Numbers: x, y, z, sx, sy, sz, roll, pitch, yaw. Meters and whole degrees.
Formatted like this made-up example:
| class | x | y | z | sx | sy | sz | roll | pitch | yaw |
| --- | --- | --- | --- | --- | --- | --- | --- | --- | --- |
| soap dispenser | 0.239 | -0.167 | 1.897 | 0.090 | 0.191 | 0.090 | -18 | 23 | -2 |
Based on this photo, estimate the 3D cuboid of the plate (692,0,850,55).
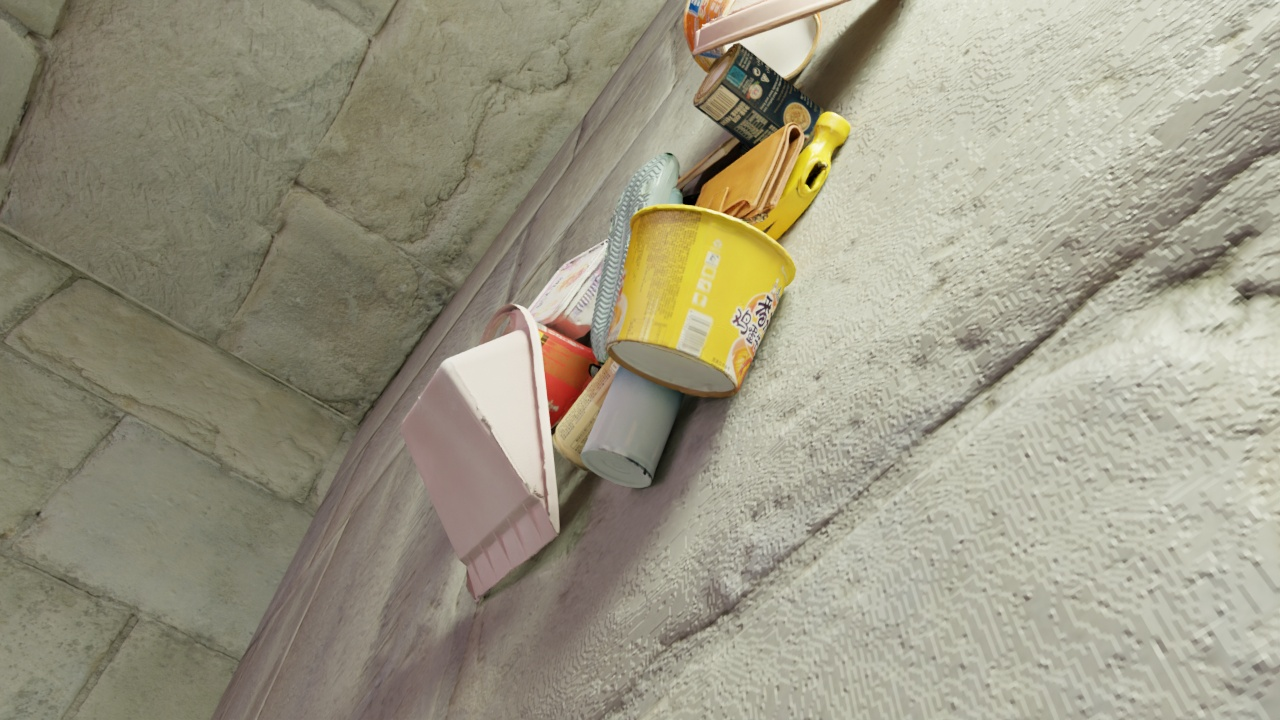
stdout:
| class | x | y | z | sx | sy | sz | roll | pitch | yaw |
| --- | --- | --- | --- | --- | --- | --- | --- | --- | --- |
| plate | 0.158 | -0.354 | 0.909 | 0.229 | 0.028 | 0.229 | -18 | 15 | 5 |

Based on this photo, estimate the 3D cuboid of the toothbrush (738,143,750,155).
| class | x | y | z | sx | sy | sz | roll | pitch | yaw |
| --- | --- | --- | --- | --- | --- | --- | --- | --- | --- |
| toothbrush | 0.077 | -0.186 | 1.065 | 0.192 | 0.018 | 0.016 | -50 | 17 | 20 |

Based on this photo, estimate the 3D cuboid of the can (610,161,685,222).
| class | x | y | z | sx | sy | sz | roll | pitch | yaw |
| --- | --- | --- | --- | --- | --- | --- | --- | --- | --- |
| can | 0.011 | -0.207 | 1.205 | 0.093 | 0.066 | 0.067 | -60 | 17 | -10 |

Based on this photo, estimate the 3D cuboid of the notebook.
| class | x | y | z | sx | sy | sz | roll | pitch | yaw |
| --- | --- | --- | --- | --- | --- | --- | --- | --- | --- |
| notebook | 0.087 | -0.242 | 1.080 | 0.149 | 0.012 | 0.212 | -44 | 9 | -28 |

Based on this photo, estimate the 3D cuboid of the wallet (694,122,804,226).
| class | x | y | z | sx | sy | sz | roll | pitch | yaw |
| --- | --- | --- | --- | --- | --- | --- | --- | --- | --- |
| wallet | 0.085 | -0.142 | 0.828 | 0.131 | 0.035 | 0.118 | -26 | 30 | 56 |

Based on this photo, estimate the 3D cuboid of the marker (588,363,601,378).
| class | x | y | z | sx | sy | sz | roll | pitch | yaw |
| --- | --- | --- | --- | --- | --- | --- | --- | --- | --- |
| marker | -0.039 | 0.016 | 0.964 | 0.124 | 0.015 | 0.018 | -160 | 67 | -75 |

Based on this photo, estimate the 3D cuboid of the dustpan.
| class | x | y | z | sx | sy | sz | roll | pitch | yaw |
| --- | --- | --- | --- | --- | --- | --- | --- | --- | --- |
| dustpan | -0.139 | 0.082 | 0.962 | 0.138 | 0.273 | 0.223 | -22 | -12 | -40 |

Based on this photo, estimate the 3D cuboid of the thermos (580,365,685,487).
| class | x | y | z | sx | sy | sz | roll | pitch | yaw |
| --- | --- | --- | --- | --- | --- | --- | --- | --- | --- |
| thermos | 0.018 | 0.003 | 0.802 | 0.070 | 0.070 | 0.220 | -30 | 32 | 57 |

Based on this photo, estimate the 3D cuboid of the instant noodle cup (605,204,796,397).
| class | x | y | z | sx | sy | sz | roll | pitch | yaw |
| --- | --- | --- | --- | --- | --- | --- | --- | --- | --- |
| instant noodle cup | 0.041 | -0.040 | 0.718 | 0.138 | 0.138 | 0.109 | -17 | 52 | 66 |

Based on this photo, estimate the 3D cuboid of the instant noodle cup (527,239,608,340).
| class | x | y | z | sx | sy | sz | roll | pitch | yaw |
| --- | --- | --- | --- | --- | --- | --- | --- | --- | --- |
| instant noodle cup | -0.089 | -0.077 | 1.210 | 0.137 | 0.060 | 0.174 | -55 | 16 | -22 |

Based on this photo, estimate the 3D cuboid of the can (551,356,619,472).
| class | x | y | z | sx | sy | sz | roll | pitch | yaw |
| --- | --- | --- | --- | --- | --- | --- | --- | --- | --- |
| can | -0.030 | 0.045 | 0.870 | 0.116 | 0.058 | 0.058 | -52 | 17 | 14 |

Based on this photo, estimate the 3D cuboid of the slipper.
| class | x | y | z | sx | sy | sz | roll | pitch | yaw |
| --- | --- | --- | --- | --- | --- | --- | --- | --- | --- |
| slipper | 0.008 | -0.107 | 0.973 | 0.104 | 0.074 | 0.245 | 163 | 122 | -67 |

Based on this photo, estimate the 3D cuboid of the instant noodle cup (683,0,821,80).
| class | x | y | z | sx | sy | sz | roll | pitch | yaw |
| --- | --- | --- | --- | --- | --- | --- | --- | --- | --- |
| instant noodle cup | 0.136 | -0.393 | 1.075 | 0.151 | 0.151 | 0.111 | -52 | 25 | 15 |

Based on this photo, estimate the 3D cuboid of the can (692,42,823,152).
| class | x | y | z | sx | sy | sz | roll | pitch | yaw |
| --- | --- | --- | --- | --- | --- | --- | --- | --- | --- |
| can | 0.116 | -0.255 | 0.917 | 0.075 | 0.111 | 0.075 | -50 | 18 | 22 |

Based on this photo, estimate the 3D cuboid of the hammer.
| class | x | y | z | sx | sy | sz | roll | pitch | yaw |
| --- | --- | --- | --- | --- | --- | --- | --- | --- | --- |
| hammer | 0.095 | -0.164 | 0.929 | 0.128 | 0.033 | 0.301 | -59 | 20 | -9 |

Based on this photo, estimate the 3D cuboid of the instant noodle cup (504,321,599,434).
| class | x | y | z | sx | sy | sz | roll | pitch | yaw |
| --- | --- | --- | --- | --- | --- | --- | --- | --- | --- |
| instant noodle cup | -0.131 | 0.015 | 1.124 | 0.138 | 0.108 | 0.137 | -50 | 17 | 21 |
